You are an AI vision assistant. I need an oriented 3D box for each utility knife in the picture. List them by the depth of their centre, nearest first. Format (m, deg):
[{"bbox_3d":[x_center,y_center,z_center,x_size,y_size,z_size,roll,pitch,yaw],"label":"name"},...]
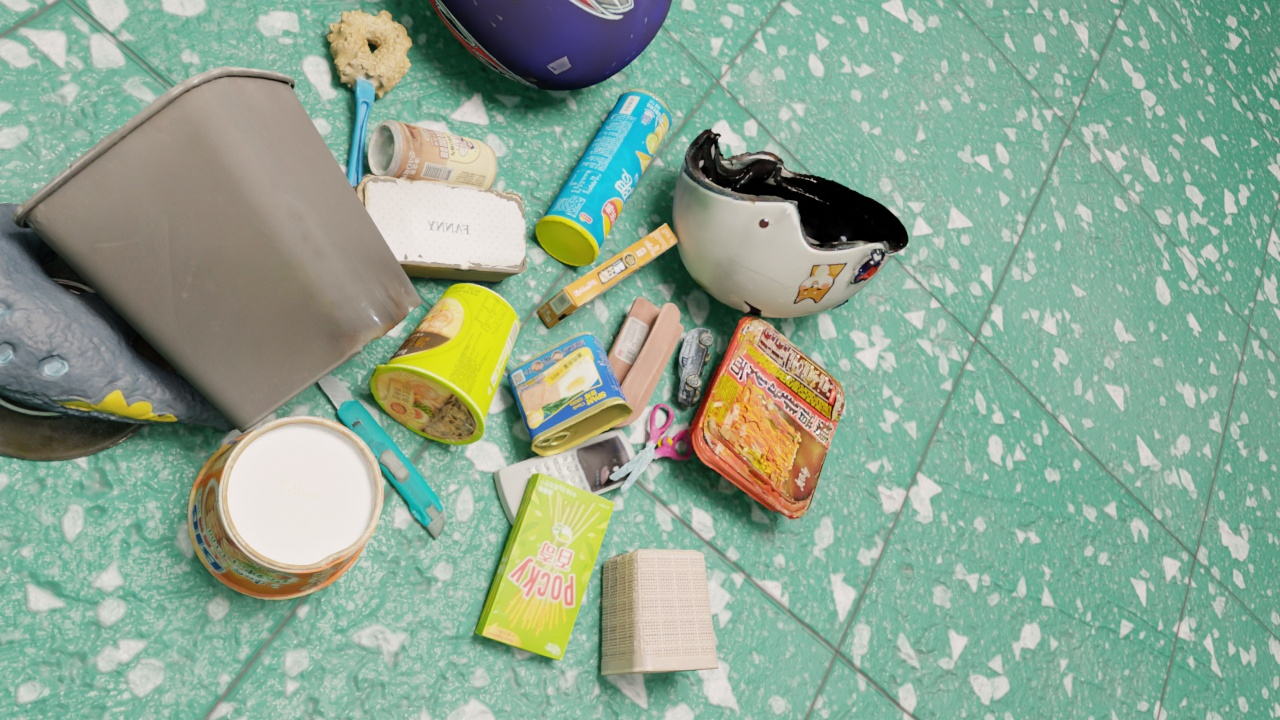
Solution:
[{"bbox_3d":[-0.234,0.085,0.837,0.029,0.013,0.182,-41,96,-32],"label":"utility knife"}]

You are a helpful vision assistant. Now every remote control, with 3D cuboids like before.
[{"bbox_3d":[-0.070,0.114,0.914,0.149,0.021,0.058,-18,84,-31],"label":"remote control"}]

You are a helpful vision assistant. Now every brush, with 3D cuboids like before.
[{"bbox_3d":[-0.274,-0.234,0.904,0.083,0.046,0.254,9,74,-31],"label":"brush"},{"bbox_3d":[-0.006,0.006,0.954,0.063,0.073,0.145,34,63,-17],"label":"brush"}]

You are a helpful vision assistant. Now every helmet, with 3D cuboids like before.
[{"bbox_3d":[-0.113,-0.422,0.919,0.315,0.248,0.239,46,40,-16],"label":"helmet"},{"bbox_3d":[0.149,-0.130,1.024,0.273,0.157,0.230,7,32,-37],"label":"helmet"}]

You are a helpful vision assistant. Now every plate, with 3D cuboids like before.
[{"bbox_3d":[-0.468,-0.009,0.730,0.179,0.024,0.179,9,71,-26],"label":"plate"}]

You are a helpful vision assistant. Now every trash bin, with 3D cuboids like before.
[{"bbox_3d":[-0.309,-0.085,0.731,0.199,0.198,0.220,-34,103,8],"label":"trash bin"}]

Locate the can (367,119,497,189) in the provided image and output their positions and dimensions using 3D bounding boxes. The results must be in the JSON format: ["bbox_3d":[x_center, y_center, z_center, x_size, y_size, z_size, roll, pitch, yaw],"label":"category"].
[{"bbox_3d":[-0.203,-0.196,0.900,0.116,0.059,0.058,1,73,-46],"label":"can"}]

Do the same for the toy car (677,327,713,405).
[{"bbox_3d":[0.058,0.006,1.008,0.034,0.043,0.090,14,62,4],"label":"toy car"}]

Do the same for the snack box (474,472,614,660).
[{"bbox_3d":[-0.088,0.193,0.862,0.085,0.026,0.156,26,72,-22],"label":"snack box"}]

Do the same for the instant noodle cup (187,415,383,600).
[{"bbox_3d":[-0.281,0.114,0.743,0.151,0.112,0.151,9,71,-27],"label":"instant noodle cup"}]

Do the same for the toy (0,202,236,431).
[{"bbox_3d":[-0.463,-0.050,0.678,0.356,0.092,0.137,49,42,-12],"label":"toy"}]

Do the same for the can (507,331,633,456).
[{"bbox_3d":[-0.070,0.032,0.889,0.102,0.057,0.083,-27,67,7],"label":"can"}]

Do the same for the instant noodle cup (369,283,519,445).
[{"bbox_3d":[-0.172,-0.003,0.852,0.111,0.112,0.123,34,53,-16],"label":"instant noodle cup"}]

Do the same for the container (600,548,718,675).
[{"bbox_3d":[0.014,0.242,0.883,0.089,0.090,0.110,7,68,-27],"label":"container"}]

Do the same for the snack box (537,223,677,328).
[{"bbox_3d":[-0.034,-0.090,0.966,0.153,0.075,0.026,-37,95,-32],"label":"snack box"}]

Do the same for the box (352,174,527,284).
[{"bbox_3d":[-0.201,-0.123,0.880,0.184,0.061,0.089,3,82,-31],"label":"box"}]

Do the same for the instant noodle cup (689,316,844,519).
[{"bbox_3d":[0.130,0.067,1.002,0.164,0.079,0.188,37,58,-19],"label":"instant noodle cup"}]

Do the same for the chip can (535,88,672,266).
[{"bbox_3d":[-0.037,-0.202,1.003,0.071,0.071,0.209,36,60,-15],"label":"chip can"}]

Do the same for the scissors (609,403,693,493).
[{"bbox_3d":[0.005,0.088,0.951,0.137,0.017,0.073,-27,91,-47],"label":"scissors"}]
